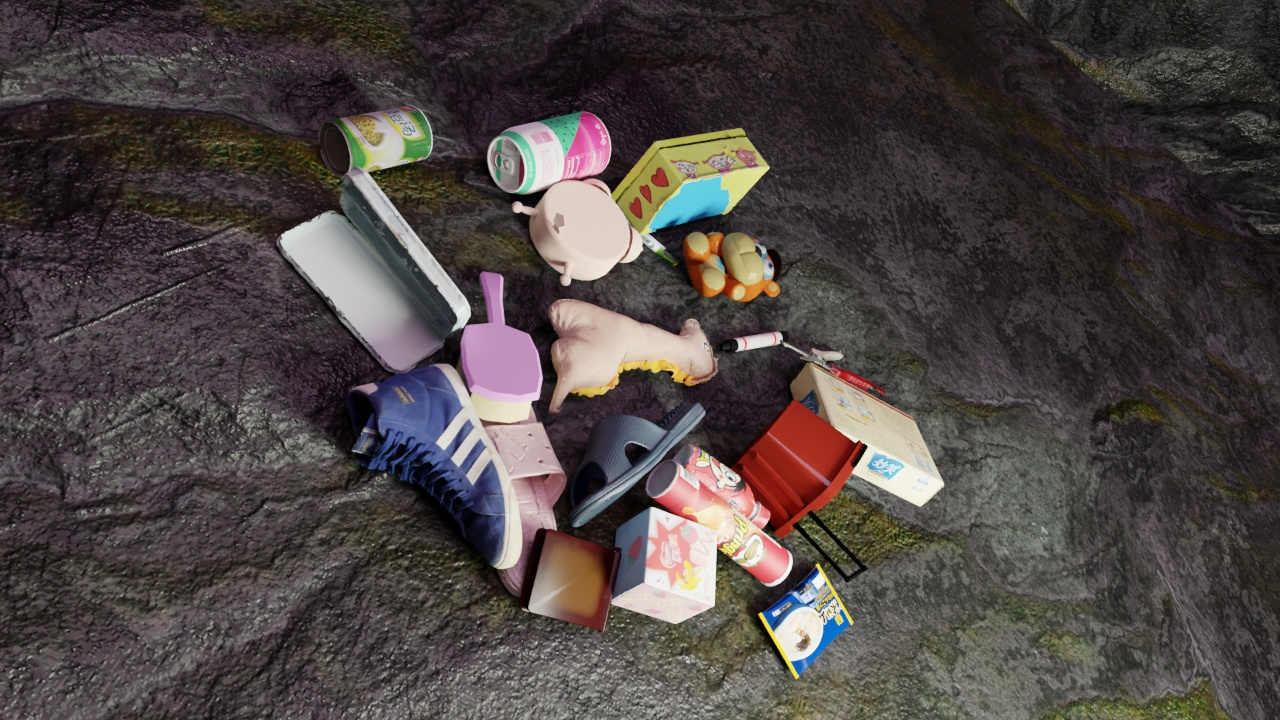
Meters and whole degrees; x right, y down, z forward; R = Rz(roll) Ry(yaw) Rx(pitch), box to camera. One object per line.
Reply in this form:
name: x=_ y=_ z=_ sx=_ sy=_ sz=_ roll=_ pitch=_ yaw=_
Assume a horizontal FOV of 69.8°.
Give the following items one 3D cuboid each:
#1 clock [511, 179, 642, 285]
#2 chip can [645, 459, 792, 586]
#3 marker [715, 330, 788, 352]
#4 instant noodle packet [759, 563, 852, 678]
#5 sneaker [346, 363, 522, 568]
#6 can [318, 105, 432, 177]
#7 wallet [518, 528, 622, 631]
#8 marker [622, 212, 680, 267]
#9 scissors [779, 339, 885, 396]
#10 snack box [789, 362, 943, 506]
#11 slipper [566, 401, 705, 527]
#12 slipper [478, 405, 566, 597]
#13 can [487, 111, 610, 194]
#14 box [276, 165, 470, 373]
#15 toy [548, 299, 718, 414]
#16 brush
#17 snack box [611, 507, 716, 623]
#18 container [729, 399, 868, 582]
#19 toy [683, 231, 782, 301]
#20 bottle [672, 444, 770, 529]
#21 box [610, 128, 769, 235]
clock: x=-0.074 y=-0.180 z=1.224 sx=0.160 sy=0.086 sz=0.131 roll=-25 pitch=79 yaw=-49
chip can: x=0.096 y=0.195 z=1.092 sx=0.214 sy=0.052 sz=0.051 roll=41 pitch=45 yaw=-27
marker: x=0.161 y=-0.026 z=1.336 sx=0.145 sy=0.019 sz=0.019 roll=-9 pitch=69 yaw=-39
instant noodle packet: x=0.209 y=0.323 z=1.147 sx=0.134 sy=0.026 sz=0.087 roll=-25 pitch=82 yaw=-43
sneaker: x=-0.215 y=0.111 z=0.925 sx=0.118 sy=0.092 sz=0.233 roll=-7 pitch=66 yaw=-43
can: x=-0.317 y=-0.264 z=1.105 sx=0.120 sy=0.068 sz=0.067 roll=-27 pitch=81 yaw=-43
wallet: x=-0.071 y=0.232 z=0.977 sx=0.115 sy=0.018 sz=0.091 roll=28 pitch=66 yaw=-39
marker: x=-0.003 y=-0.184 z=1.319 sx=0.146 sy=0.017 sz=0.017 roll=38 pitch=47 yaw=-10
scissors: x=0.284 y=0.005 z=1.358 sx=0.196 sy=0.015 sz=0.179 roll=31 pitch=17 yaw=-4
snack box: x=0.320 y=0.104 z=1.312 sx=0.207 sy=0.055 sz=0.153 roll=26 pitch=29 yaw=-20
slipper: x=-0.019 y=0.103 z=1.079 sx=0.082 sy=0.101 sz=0.262 roll=46 pitch=40 yaw=7
slipper: x=-0.130 y=0.134 z=0.994 sx=0.094 sy=0.065 sz=0.239 roll=1 pitch=64 yaw=-35
can: x=-0.121 y=-0.281 z=1.243 sx=0.165 sy=0.088 sz=0.088 roll=-28 pitch=81 yaw=-43
box: x=-0.278 y=-0.103 z=1.006 sx=0.211 sy=0.106 sz=0.129 roll=47 pitch=50 yaw=-2
toy: x=-0.007 y=0.007 z=1.173 sx=0.264 sy=0.065 sz=0.195 roll=20 pitch=61 yaw=-34
brush: x=-0.169 y=-0.021 z=1.062 sx=0.089 sy=0.043 sz=0.228 roll=8 pitch=38 yaw=-21
snack box: x=0.027 y=0.232 z=1.034 sx=0.094 sy=0.080 sz=0.092 roll=23 pitch=51 yaw=-22
container: x=0.225 y=0.166 z=1.174 sx=0.201 sy=0.148 sz=0.126 roll=42 pitch=47 yaw=6
toy: x=0.137 y=-0.137 z=1.347 sx=0.175 sy=0.096 sz=0.112 roll=0 pitch=62 yaw=-49
bottle: x=0.101 y=0.164 z=1.143 sx=0.137 sy=0.062 sz=0.061 roll=34 pitch=48 yaw=-14
box: x=0.074 y=-0.264 z=1.341 sx=0.220 sy=0.125 sz=0.083 roll=-20 pitch=72 yaw=-44
